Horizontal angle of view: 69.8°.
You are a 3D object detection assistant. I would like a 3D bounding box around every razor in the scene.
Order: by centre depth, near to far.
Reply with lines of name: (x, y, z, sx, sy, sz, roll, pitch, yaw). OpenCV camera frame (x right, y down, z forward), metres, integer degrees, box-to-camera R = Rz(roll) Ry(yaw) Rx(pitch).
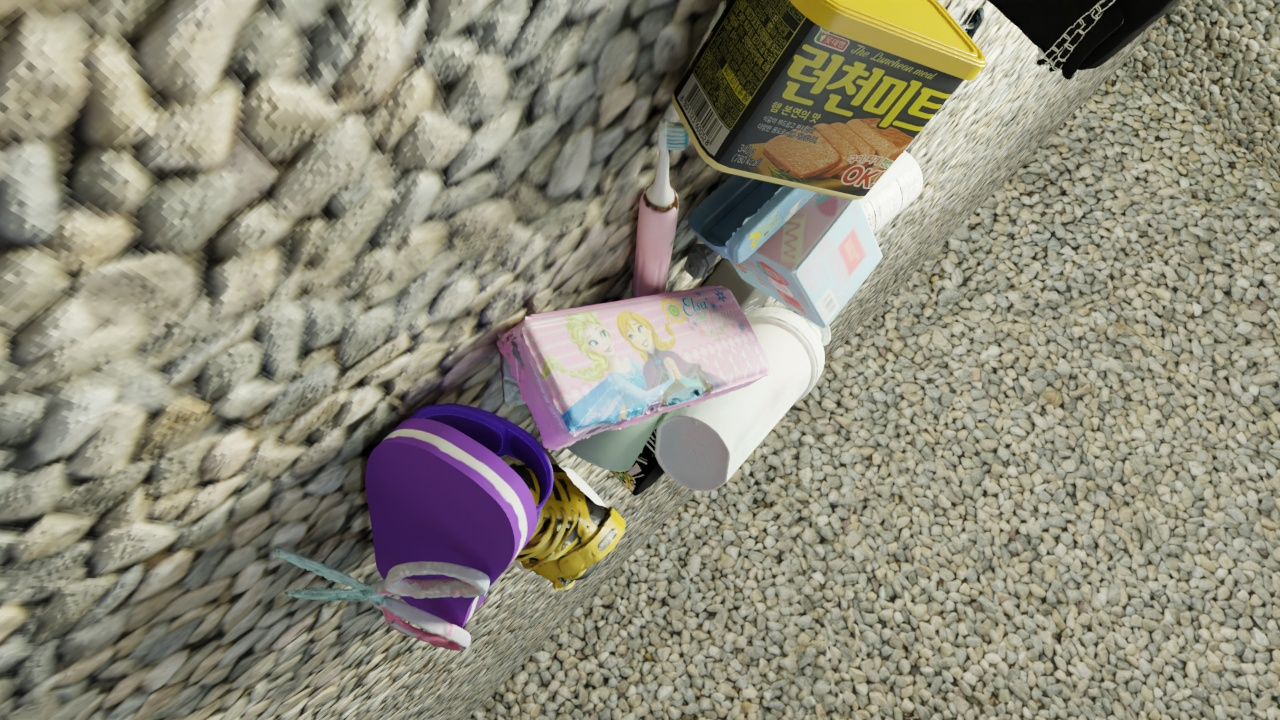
razor: (0.292, -0.280, 0.878, 0.143, 0.022, 0.042, -59, 172, -24)

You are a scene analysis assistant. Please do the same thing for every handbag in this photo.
handbag: (0.297, -0.281, 0.640, 0.125, 0.153, 0.114, -49, 172, 36)

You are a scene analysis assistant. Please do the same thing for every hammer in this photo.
hammer: (0.149, -0.162, 0.820, 0.316, 0.028, 0.147, -39, 165, -27)

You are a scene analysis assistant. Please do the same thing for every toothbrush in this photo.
toothbrush: (0.011, -0.090, 0.600, 0.223, 0.026, 0.027, 98, -3, -70)

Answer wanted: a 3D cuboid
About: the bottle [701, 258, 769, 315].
bottle: (0.094, -0.067, 0.900, 0.174, 0.046, 0.083, -53, 166, 30)

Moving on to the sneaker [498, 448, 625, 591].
sneaker: (-0.092, 0.140, 0.782, 0.086, 0.122, 0.238, -49, 168, 6)

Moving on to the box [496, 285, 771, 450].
box: (-0.005, 0.005, 0.648, 0.229, 0.084, 0.071, -14, 163, -49)

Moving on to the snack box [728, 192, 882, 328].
snack box: (0.120, -0.094, 0.711, 0.079, 0.095, 0.093, -51, 144, -4)

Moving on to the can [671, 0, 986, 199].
can: (0.097, -0.150, 0.489, 0.130, 0.072, 0.101, 4, 140, -34)

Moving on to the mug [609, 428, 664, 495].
mug: (0.002, 0.050, 0.852, 0.118, 0.098, 0.082, -44, 168, -9)

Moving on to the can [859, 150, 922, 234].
can: (0.242, -0.174, 0.989, 0.131, 0.070, 0.070, -38, 166, -31)

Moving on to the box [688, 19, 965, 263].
box: (0.129, -0.147, 0.636, 0.209, 0.043, 0.125, -44, -162, 1)

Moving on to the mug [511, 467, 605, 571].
mug: (-0.099, 0.175, 0.995, 0.115, 0.068, 0.094, -44, 168, -8)

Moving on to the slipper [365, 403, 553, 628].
slipper: (-0.114, 0.095, 0.614, 0.083, 0.107, 0.267, -49, 172, -35)

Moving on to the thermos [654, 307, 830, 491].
thermos: (0.090, 0.026, 0.818, 0.219, 0.099, 0.100, -42, 169, -49)

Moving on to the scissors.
scissors: (-0.156, 0.153, 0.595, 0.177, 0.170, 0.013, -17, -134, 35)

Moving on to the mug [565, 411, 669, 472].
mug: (-0.008, 0.027, 0.760, 0.111, 0.084, 0.104, 12, 114, -50)
